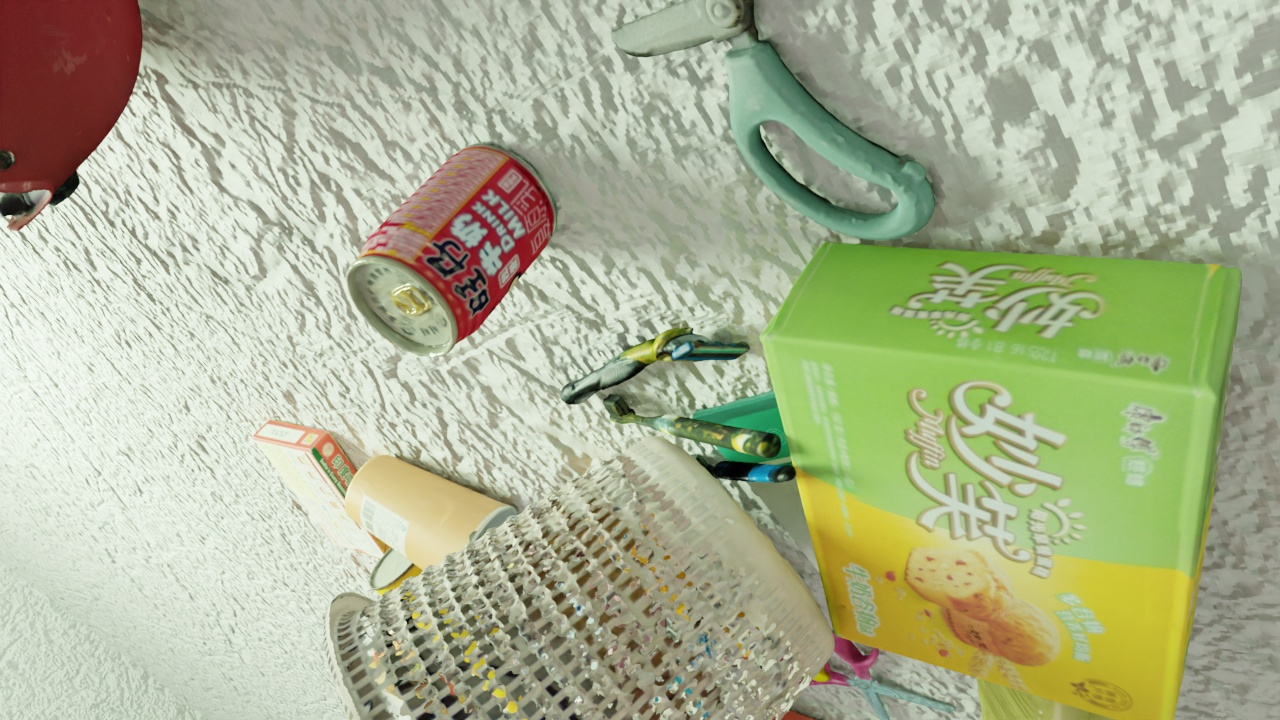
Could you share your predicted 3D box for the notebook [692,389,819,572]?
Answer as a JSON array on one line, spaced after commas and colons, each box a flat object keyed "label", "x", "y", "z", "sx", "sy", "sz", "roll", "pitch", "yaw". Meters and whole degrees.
[{"label": "notebook", "x": 0.143, "y": 0.060, "z": 0.477, "sx": 0.210, "sy": 0.012, "sz": 0.150, "roll": -20, "pitch": 117, "yaw": 47}]

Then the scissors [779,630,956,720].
[{"label": "scissors", "x": 0.154, "y": 0.223, "z": 0.647, "sx": 0.133, "sy": 0.017, "sz": 0.135, "roll": 11, "pitch": 136, "yaw": 20}]

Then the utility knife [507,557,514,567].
[{"label": "utility knife", "x": -0.067, "y": 0.180, "z": 0.753, "sx": 0.214, "sy": 0.022, "sz": 0.031, "roll": 3, "pitch": 135, "yaw": 43}]

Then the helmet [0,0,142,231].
[{"label": "helmet", "x": -0.342, "y": -0.183, "z": 0.453, "sx": 0.207, "sy": 0.143, "sz": 0.241, "roll": 50, "pitch": 154, "yaw": -21}]

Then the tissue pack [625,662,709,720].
[{"label": "tissue pack", "x": 0.006, "y": 0.279, "z": 0.756, "sx": 0.140, "sy": 0.063, "sz": 0.090, "roll": 53, "pitch": 161, "yaw": -27}]

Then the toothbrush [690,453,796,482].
[{"label": "toothbrush", "x": 0.046, "y": 0.056, "z": 0.476, "sx": 0.016, "sy": 0.014, "sz": 0.190, "roll": 52, "pitch": 169, "yaw": 0}]

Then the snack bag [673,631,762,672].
[{"label": "snack bag", "x": 0.053, "y": 0.226, "z": 0.713, "sx": 0.048, "sy": 0.026, "sz": 0.104, "roll": 49, "pitch": 141, "yaw": -7}]

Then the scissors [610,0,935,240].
[{"label": "scissors", "x": 0.072, "y": -0.122, "z": 0.320, "sx": 0.170, "sy": 0.019, "sz": 0.179, "roll": 43, "pitch": 143, "yaw": -12}]

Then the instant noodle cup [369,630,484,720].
[{"label": "instant noodle cup", "x": -0.210, "y": 0.315, "z": 0.932, "sx": 0.138, "sy": 0.108, "sz": 0.138, "roll": 20, "pitch": 141, "yaw": 16}]

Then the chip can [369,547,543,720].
[{"label": "chip can", "x": -0.152, "y": 0.249, "z": 0.850, "sx": 0.072, "sy": 0.071, "sz": 0.213, "roll": -16, "pitch": 121, "yaw": 45}]

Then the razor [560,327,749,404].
[{"label": "razor", "x": -0.003, "y": 0.003, "z": 0.511, "sx": 0.042, "sy": 0.022, "sz": 0.143, "roll": 2, "pitch": 166, "yaw": -37}]

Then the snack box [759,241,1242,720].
[{"label": "snack box", "x": 0.152, "y": 0.056, "z": 0.395, "sx": 0.158, "sy": 0.069, "sz": 0.210, "roll": 9, "pitch": 135, "yaw": 33}]

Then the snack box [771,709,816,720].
[{"label": "snack box", "x": 0.159, "y": 0.332, "z": 0.739, "sx": 0.113, "sy": 0.044, "sz": 0.127, "roll": 12, "pitch": 139, "yaw": 26}]

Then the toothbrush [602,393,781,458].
[{"label": "toothbrush", "x": 0.019, "y": 0.031, "z": 0.475, "sx": 0.017, "sy": 0.012, "sz": 0.186, "roll": 59, "pitch": 161, "yaw": -14}]

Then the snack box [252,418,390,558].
[{"label": "snack box", "x": -0.280, "y": 0.120, "z": 0.833, "sx": 0.077, "sy": 0.026, "sz": 0.156, "roll": 8, "pitch": 136, "yaw": 30}]

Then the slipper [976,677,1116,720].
[{"label": "slipper", "x": 0.243, "y": 0.207, "z": 0.525, "sx": 0.081, "sy": 0.091, "sz": 0.191, "roll": -16, "pitch": 121, "yaw": -3}]

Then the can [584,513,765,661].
[{"label": "can", "x": 0.030, "y": 0.134, "z": 0.601, "sx": 0.146, "sy": 0.058, "sz": 0.058, "roll": 34, "pitch": 143, "yaw": -2}]

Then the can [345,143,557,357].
[{"label": "can", "x": -0.091, "y": -0.054, "z": 0.449, "sx": 0.066, "sy": 0.093, "sz": 0.067, "roll": 20, "pitch": 141, "yaw": 17}]

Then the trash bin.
[{"label": "trash bin", "x": -0.017, "y": 0.153, "z": 0.481, "sx": 0.227, "sy": 0.192, "sz": 0.228, "roll": 49, "pitch": 172, "yaw": 9}]

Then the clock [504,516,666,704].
[{"label": "clock", "x": -0.040, "y": 0.176, "z": 0.667, "sx": 0.117, "sy": 0.059, "sz": 0.159, "roll": 24, "pitch": 105, "yaw": 31}]

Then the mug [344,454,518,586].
[{"label": "mug", "x": -0.168, "y": 0.125, "z": 0.723, "sx": 0.123, "sy": 0.078, "sz": 0.078, "roll": 23, "pitch": 142, "yaw": 19}]
